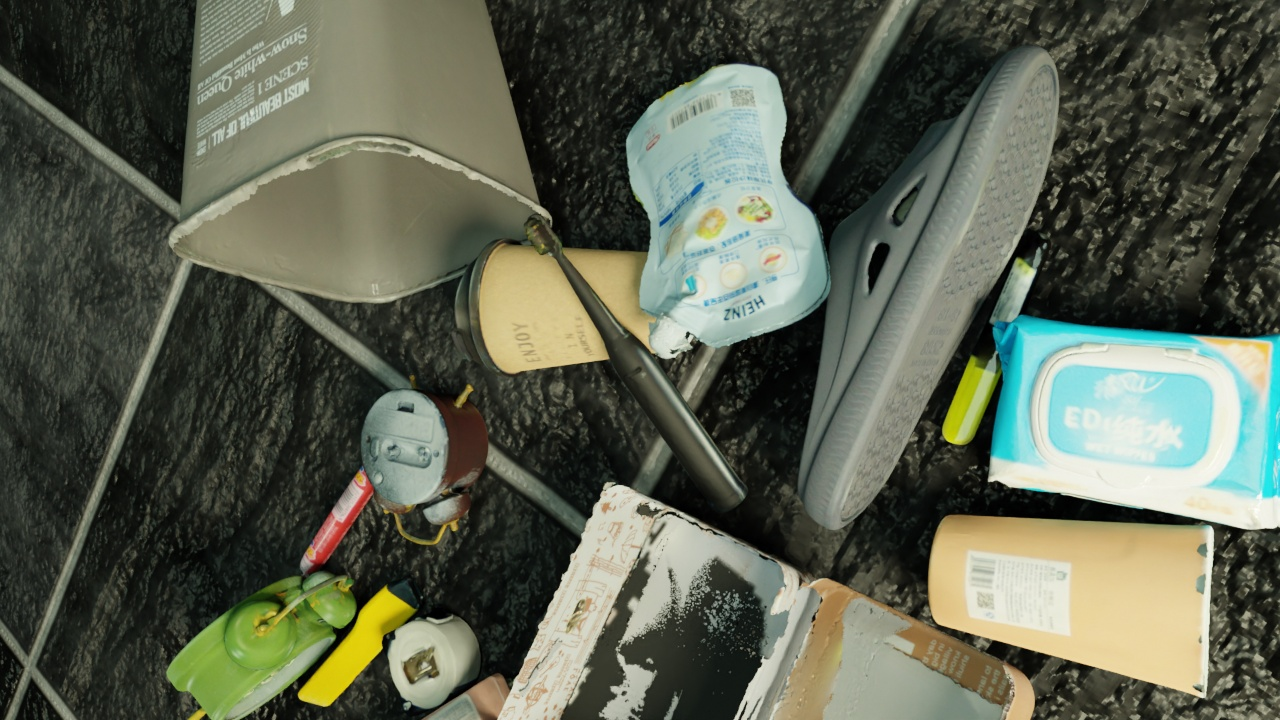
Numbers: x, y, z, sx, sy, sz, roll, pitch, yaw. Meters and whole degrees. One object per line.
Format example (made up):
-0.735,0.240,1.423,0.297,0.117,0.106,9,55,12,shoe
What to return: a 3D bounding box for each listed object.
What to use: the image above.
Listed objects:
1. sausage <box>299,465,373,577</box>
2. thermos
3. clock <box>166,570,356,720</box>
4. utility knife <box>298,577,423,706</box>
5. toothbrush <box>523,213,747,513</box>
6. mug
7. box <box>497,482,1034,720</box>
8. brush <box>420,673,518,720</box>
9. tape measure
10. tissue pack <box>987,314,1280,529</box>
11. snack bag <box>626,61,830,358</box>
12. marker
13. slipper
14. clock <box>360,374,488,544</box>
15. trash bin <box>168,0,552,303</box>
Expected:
-0.230,0.115,0.724,0.020,0.020,0.156,44,108,22,sausage
-0.042,-0.035,0.593,0.143,0.093,0.093,0,88,21,thermos
-0.281,0.212,0.696,0.056,0.116,0.161,48,113,9,clock
-0.218,0.219,0.713,0.033,0.015,0.155,40,109,-9,utility knife
-0.003,0.003,0.544,0.026,0.027,0.212,-28,106,28,toothbrush
0.212,0.114,0.458,0.123,0.078,0.078,2,89,32,mug
0.053,0.191,0.483,0.272,0.106,0.177,18,80,45,box
-0.137,0.275,0.639,0.146,0.073,0.063,-35,73,24,brush
-0.151,0.218,0.670,0.066,0.033,0.065,-32,75,24,tape measure
0.242,0.027,0.448,0.140,0.063,0.090,7,92,28,tissue pack
0.044,-0.088,0.531,0.110,0.039,0.190,-18,54,16,snack bag
0.196,-0.012,0.503,0.018,0.015,0.124,26,98,43,marker
0.131,-0.041,0.487,0.083,0.110,0.268,29,105,29,slipper
-0.157,0.074,0.666,0.082,0.055,0.122,8,93,28,clock
-0.194,-0.179,0.625,0.199,0.198,0.219,-17,74,27,trash bin
